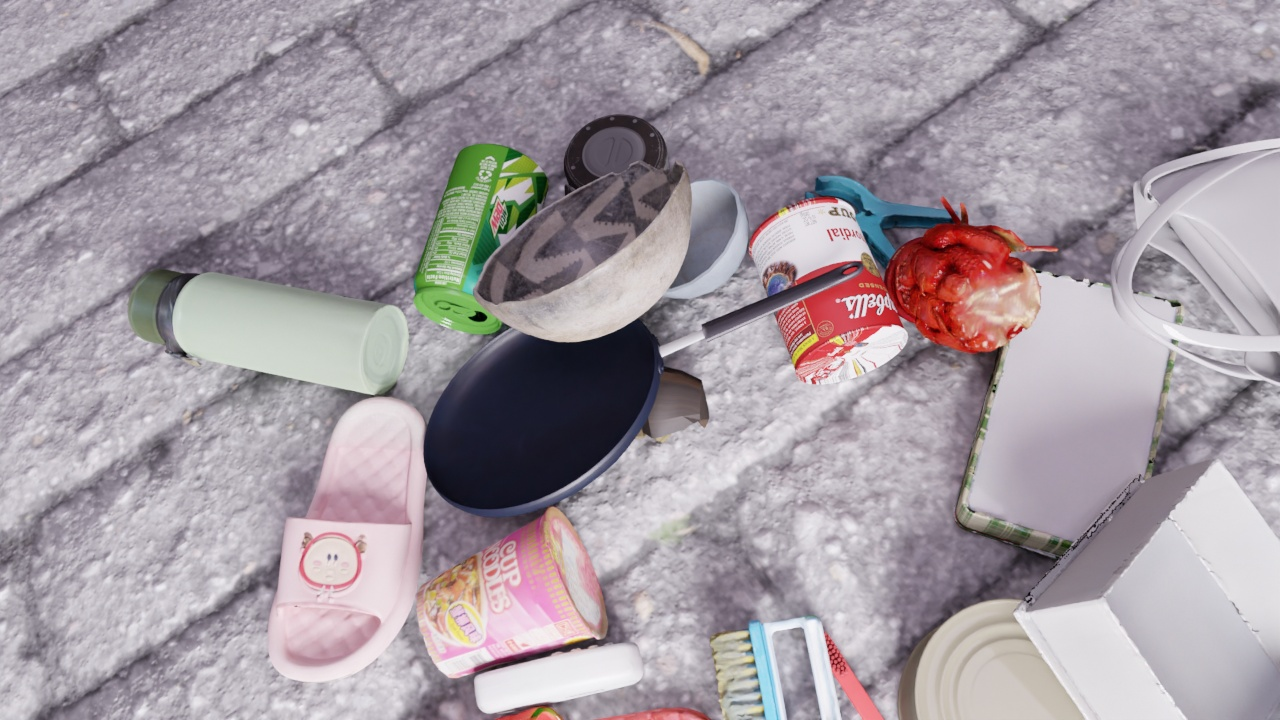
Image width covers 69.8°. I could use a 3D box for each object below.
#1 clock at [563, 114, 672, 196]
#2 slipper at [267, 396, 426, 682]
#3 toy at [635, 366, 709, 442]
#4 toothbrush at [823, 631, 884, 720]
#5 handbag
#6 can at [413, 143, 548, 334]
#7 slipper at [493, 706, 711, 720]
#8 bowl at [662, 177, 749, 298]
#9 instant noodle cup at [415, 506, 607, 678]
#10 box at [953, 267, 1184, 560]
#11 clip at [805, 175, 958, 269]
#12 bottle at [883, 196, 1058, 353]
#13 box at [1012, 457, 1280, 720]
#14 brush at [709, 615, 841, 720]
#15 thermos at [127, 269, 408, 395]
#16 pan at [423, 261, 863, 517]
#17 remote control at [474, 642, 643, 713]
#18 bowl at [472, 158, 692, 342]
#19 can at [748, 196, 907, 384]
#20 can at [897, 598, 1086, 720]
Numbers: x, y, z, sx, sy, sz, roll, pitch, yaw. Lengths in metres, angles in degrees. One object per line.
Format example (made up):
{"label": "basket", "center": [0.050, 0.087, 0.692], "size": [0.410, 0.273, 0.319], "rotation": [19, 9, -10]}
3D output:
{"label": "clock", "center": [-0.021, -0.164, 0.803], "size": [0.091, 0.044, 0.122], "rotation": [9, 67, 13]}
{"label": "slipper", "center": [-0.216, 0.129, 0.695], "size": [0.107, 0.056, 0.221], "rotation": [5, 66, 9]}
{"label": "toy", "center": [0.001, 0.036, 0.702], "size": [0.100, 0.063, 0.076], "rotation": [-5, 27, 9]}
{"label": "toothbrush", "center": [0.174, 0.267, 0.587], "size": [0.012, 0.018, 0.212], "rotation": [-30, 64, -5]}
{"label": "handbag", "center": [0.430, -0.055, 0.628], "size": [0.222, 0.096, 0.215], "rotation": [-16, 62, -16]}
{"label": "can", "center": [-0.134, -0.102, 0.771], "size": [0.083, 0.083, 0.143], "rotation": [8, 67, 13]}
{"label": "slipper", "center": [-0.064, 0.282, 0.598], "size": [0.249, 0.059, 0.103], "rotation": [-10, 64, 3]}
{"label": "bowl", "center": [0.047, -0.093, 0.749], "size": [0.107, 0.039, 0.106], "rotation": [-23, 51, 31]}
{"label": "instant noodle cup", "center": [-0.092, 0.167, 0.641], "size": [0.109, 0.098, 0.097], "rotation": [-24, 64, 5]}
{"label": "box", "center": [0.305, 0.038, 0.655], "size": [0.118, 0.051, 0.205], "rotation": [14, 68, 19]}
{"label": "clip", "center": [0.185, -0.107, 0.755], "size": [0.119, 0.027, 0.102], "rotation": [34, 72, 21]}
{"label": "bottle", "center": [0.234, -0.060, 0.663], "size": [0.099, 0.111, 0.099], "rotation": [-1, 101, -6]}
{"label": "box", "center": [0.383, 0.239, 0.499], "size": [0.165, 0.099, 0.368], "rotation": [-30, 77, -33]}
{"label": "brush", "center": [0.092, 0.239, 0.593], "size": [0.075, 0.055, 0.135], "rotation": [-12, 65, 9]}
{"label": "thermos", "center": [-0.317, -0.025, 0.771], "size": [0.231, 0.082, 0.082], "rotation": [11, 68, 13]}
{"label": "pan", "center": [-0.004, 0.004, 0.679], "size": [0.357, 0.021, 0.198], "rotation": [-23, 41, 12]}
{"label": "remote control", "center": [-0.055, 0.216, 0.625], "size": [0.114, 0.060, 0.028], "rotation": [-14, 66, 2]}
{"label": "bowl", "center": [-0.030, -0.068, 0.684], "size": [0.179, 0.081, 0.178], "rotation": [-26, 26, 13]}
{"label": "can", "center": [0.141, -0.053, 0.701], "size": [0.086, 0.087, 0.116], "rotation": [-17, 64, 1]}
{"label": "can", "center": [0.230, 0.217, 0.570], "size": [0.128, 0.073, 0.127], "rotation": [-4, 65, 8]}
